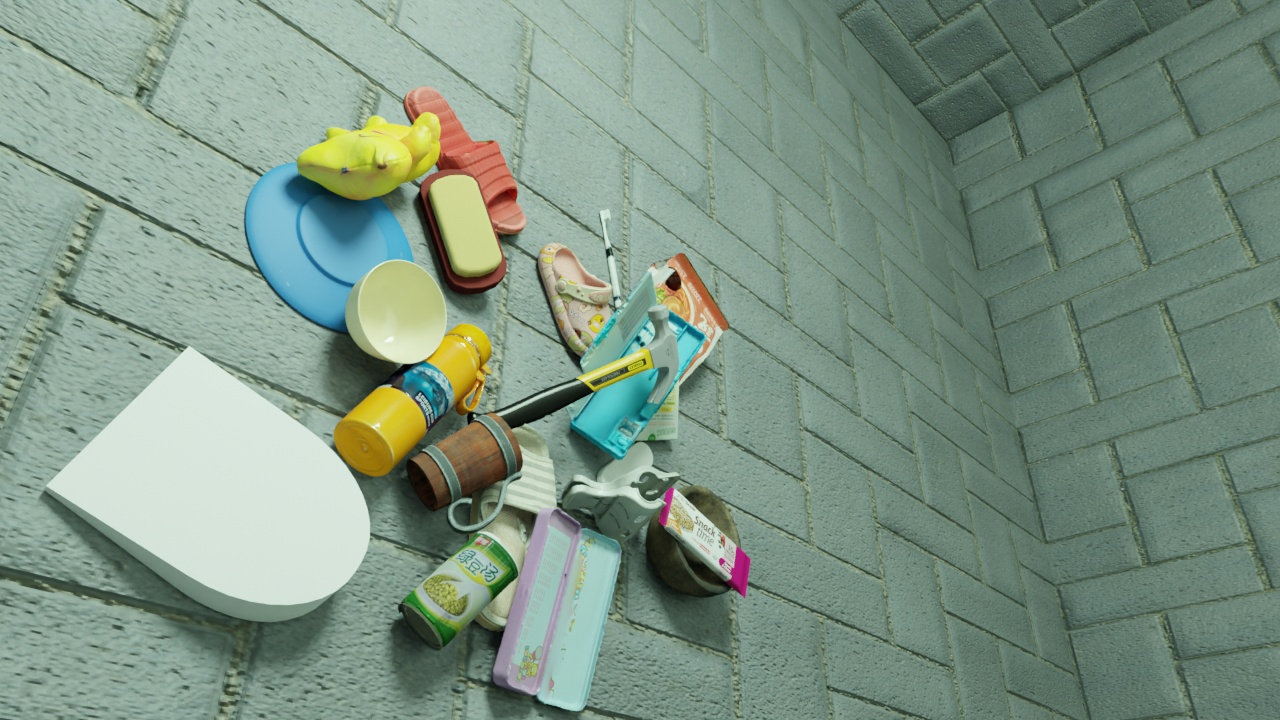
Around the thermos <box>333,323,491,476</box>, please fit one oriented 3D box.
[{"bbox_3d":[-0.253,0.043,1.071,0.232,0.076,0.091,-55,138,-52],"label":"thermos"}]

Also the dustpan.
[{"bbox_3d":[-0.389,0.137,0.883,0.257,0.053,0.191,39,41,-14],"label":"dustpan"}]

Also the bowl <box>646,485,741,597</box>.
[{"bbox_3d":[0.073,0.270,1.346,0.162,0.070,0.162,30,47,-39],"label":"bowl"}]

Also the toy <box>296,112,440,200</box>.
[{"bbox_3d":[-0.326,-0.246,1.124,0.193,0.134,0.087,-71,160,-64],"label":"toy"}]

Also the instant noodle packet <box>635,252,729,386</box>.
[{"bbox_3d":[0.034,-0.050,1.517,0.164,0.084,0.220,57,47,-18],"label":"instant noodle packet"}]

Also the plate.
[{"bbox_3d":[-0.357,-0.140,1.093,0.224,0.024,0.223,30,47,-39],"label":"plate"}]

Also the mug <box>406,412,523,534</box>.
[{"bbox_3d":[-0.193,0.133,1.053,0.110,0.082,0.117,-27,73,-33],"label":"mug"}]

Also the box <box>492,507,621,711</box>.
[{"bbox_3d":[-0.096,0.299,1.102,0.151,0.041,0.213,37,57,-38],"label":"box"}]

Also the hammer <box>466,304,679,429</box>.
[{"bbox_3d":[-0.078,0.035,1.202,0.322,0.029,0.127,-23,107,-31],"label":"hammer"}]

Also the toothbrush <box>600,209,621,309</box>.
[{"bbox_3d":[-0.047,-0.169,1.516,0.012,0.017,0.186,27,48,-56],"label":"toothbrush"}]

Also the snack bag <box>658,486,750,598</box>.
[{"bbox_3d":[0.095,0.257,1.305,0.196,0.016,0.070,45,38,-25],"label":"snack bag"}]

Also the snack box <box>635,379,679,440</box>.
[{"bbox_3d":[0.011,0.038,1.405,0.131,0.027,0.168,5,85,-51],"label":"snack box"}]

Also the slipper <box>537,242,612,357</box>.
[{"bbox_3d":[-0.084,-0.094,1.367,0.093,0.082,0.197,-22,85,-54],"label":"slipper"}]

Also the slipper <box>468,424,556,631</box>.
[{"bbox_3d":[-0.156,0.194,1.121,0.114,0.054,0.272,32,47,-30],"label":"slipper"}]

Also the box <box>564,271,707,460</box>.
[{"bbox_3d":[-0.022,0.006,1.302,0.168,0.087,0.226,47,67,-29],"label":"box"}]

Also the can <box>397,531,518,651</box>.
[{"bbox_3d":[-0.194,0.247,0.992,0.120,0.067,0.067,-41,103,-36],"label":"can"}]

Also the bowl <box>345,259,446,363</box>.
[{"bbox_3d":[-0.293,-0.051,1.055,0.117,0.074,0.118,10,77,-48],"label":"bowl"}]

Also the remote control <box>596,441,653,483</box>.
[{"bbox_3d":[-0.021,0.158,1.346,0.136,0.013,0.043,-33,95,-55],"label":"remote control"}]

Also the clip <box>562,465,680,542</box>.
[{"bbox_3d":[-0.028,0.197,1.227,0.151,0.127,0.105,-4,60,-30],"label":"clip"}]

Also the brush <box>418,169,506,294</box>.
[{"bbox_3d":[-0.236,-0.176,1.225,0.082,0.042,0.173,-15,80,-24],"label":"brush"}]

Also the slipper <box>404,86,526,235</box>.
[{"bbox_3d":[-0.240,-0.290,1.309,0.249,0.059,0.103,55,36,-10],"label":"slipper"}]
